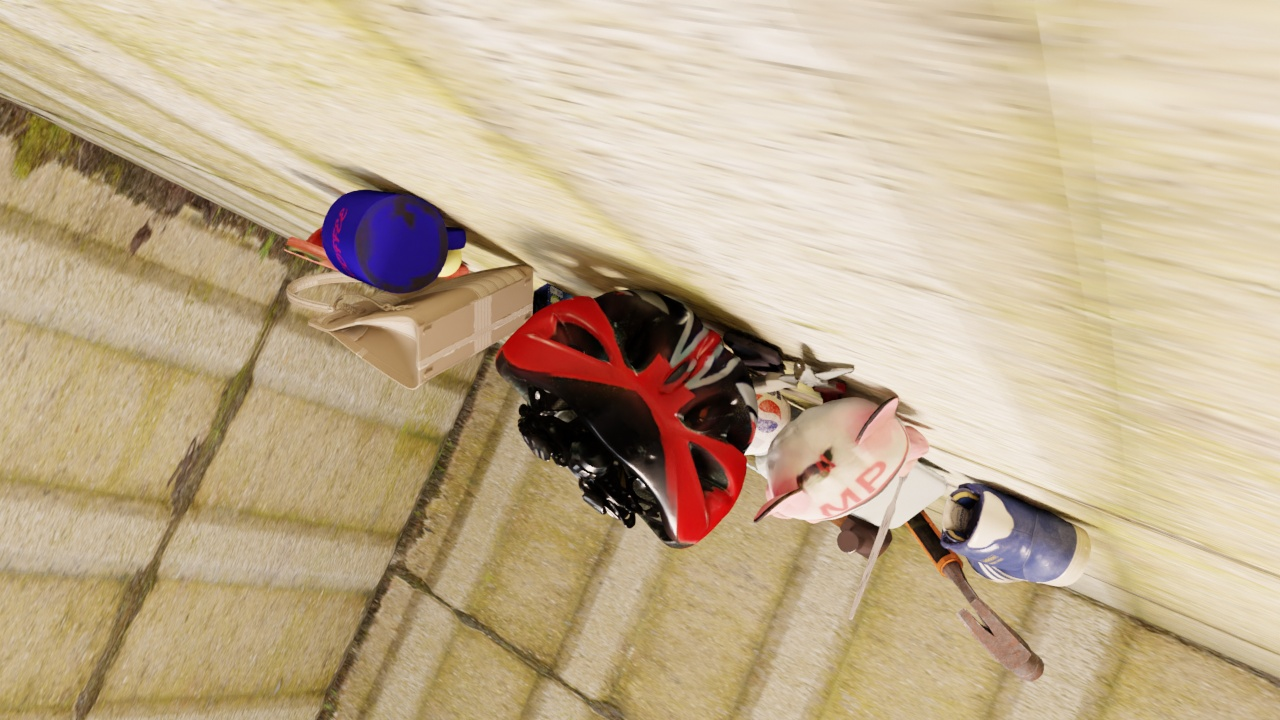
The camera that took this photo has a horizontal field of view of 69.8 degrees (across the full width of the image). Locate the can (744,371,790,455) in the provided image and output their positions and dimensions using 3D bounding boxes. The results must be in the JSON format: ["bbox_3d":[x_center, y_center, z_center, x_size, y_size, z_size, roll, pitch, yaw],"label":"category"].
[{"bbox_3d":[0.074,0.038,0.888,0.136,0.078,0.078,27,175,-30],"label":"can"}]

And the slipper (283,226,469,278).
[{"bbox_3d":[-0.274,-0.122,1.010,0.103,0.059,0.248,21,-170,26],"label":"slipper"}]

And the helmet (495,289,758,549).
[{"bbox_3d":[-0.009,0.043,0.730,0.217,0.166,0.272,46,165,-1],"label":"helmet"}]

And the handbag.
[{"bbox_3d":[-0.225,-0.051,0.823,0.198,0.062,0.175,13,-157,21],"label":"handbag"}]

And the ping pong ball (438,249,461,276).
[{"bbox_3d":[-0.198,-0.103,0.915,0.040,0.040,0.040,24,176,2],"label":"ping pong ball"}]

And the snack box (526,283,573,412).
[{"bbox_3d":[-0.071,0.007,0.900,0.027,0.150,0.082,-22,147,38],"label":"snack box"}]

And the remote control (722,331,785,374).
[{"bbox_3d":[0.093,-0.003,0.736,0.046,0.009,0.124,23,176,14],"label":"remote control"}]

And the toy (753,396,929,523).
[{"bbox_3d":[0.159,0.082,0.748,0.084,0.142,0.213,61,-166,13],"label":"toy"}]

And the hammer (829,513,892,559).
[{"bbox_3d":[0.167,0.120,1.108,0.323,0.033,0.115,42,-161,28],"label":"hammer"}]

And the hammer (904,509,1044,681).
[{"bbox_3d":[0.346,0.221,1.074,0.137,0.035,0.314,41,-166,-33],"label":"hammer"}]

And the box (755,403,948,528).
[{"bbox_3d":[0.238,0.107,0.974,0.215,0.106,0.125,23,151,-30],"label":"box"}]

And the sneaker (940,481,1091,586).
[{"bbox_3d":[0.361,0.184,0.991,0.118,0.091,0.233,20,176,-5],"label":"sneaker"}]

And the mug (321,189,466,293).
[{"bbox_3d":[-0.201,-0.103,0.776,0.111,0.079,0.084,-8,-164,-35],"label":"mug"}]

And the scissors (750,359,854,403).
[{"bbox_3d":[0.127,0.020,0.719,0.187,0.015,0.180,17,169,-41],"label":"scissors"}]

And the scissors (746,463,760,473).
[{"bbox_3d":[0.078,0.090,0.969,0.171,0.023,0.168,32,180,-31],"label":"scissors"}]

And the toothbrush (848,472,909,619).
[{"bbox_3d":[0.240,0.172,0.920,0.010,0.181,0.010,31,168,-37],"label":"toothbrush"}]
